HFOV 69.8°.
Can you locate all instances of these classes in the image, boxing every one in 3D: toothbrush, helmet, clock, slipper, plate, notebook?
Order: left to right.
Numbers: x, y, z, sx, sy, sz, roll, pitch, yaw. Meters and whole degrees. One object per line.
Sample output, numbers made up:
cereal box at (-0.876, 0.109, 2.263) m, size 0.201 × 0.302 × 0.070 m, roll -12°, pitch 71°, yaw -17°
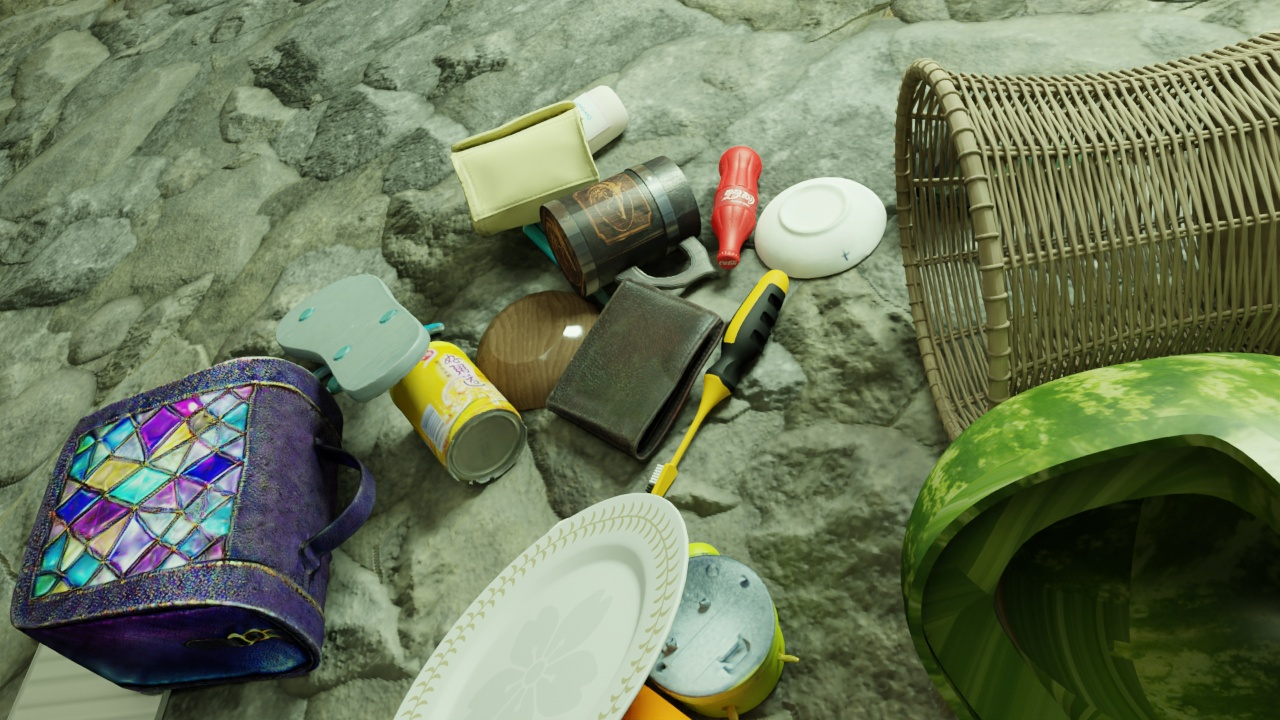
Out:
notebook at (-0.409, 0.201, 0.723) m, size 0.143 × 0.009 × 0.209 m, roll -11°, pitch 50°, yaw 15°
slipper at (-0.224, -0.016, 0.749) m, size 0.098 × 0.055 × 0.269 m, roll -47°, pitch 32°, yaw -16°
plate at (-0.062, 0.173, 0.515) m, size 0.243 × 0.016 × 0.242 m, roll -39°, pitch 18°, yaw 15°
clock at (0.033, 0.153, 0.534) m, size 0.083 × 0.057 × 0.119 m, roll -44°, pitch 50°, yaw -12°
toothbrush at (0.057, 0.014, 0.656) m, size 0.031 × 0.031 × 0.196 m, roll 10°, pitch 62°, yaw 47°
plate at (0.138, -0.112, 0.720) m, size 0.104 × 0.026 × 0.104 m, roll -12°, pitch 49°, yaw 14°
helmet at (0.241, 0.107, 0.366) m, size 0.242 × 0.213 × 0.247 m, roll -4°, pitch 29°, yaw -29°

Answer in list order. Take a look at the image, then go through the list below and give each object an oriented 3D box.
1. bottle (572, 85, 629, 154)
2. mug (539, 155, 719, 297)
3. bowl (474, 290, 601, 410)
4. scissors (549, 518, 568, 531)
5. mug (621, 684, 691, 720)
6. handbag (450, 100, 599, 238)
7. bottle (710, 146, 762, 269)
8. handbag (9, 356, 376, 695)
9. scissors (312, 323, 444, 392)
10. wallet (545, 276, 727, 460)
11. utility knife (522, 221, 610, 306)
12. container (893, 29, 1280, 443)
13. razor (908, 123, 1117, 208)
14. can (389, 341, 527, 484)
bottle at (-0.080, -0.204, 0.873) m, size 0.146 × 0.051 × 0.051 m, roll -36°, pitch 48°, yaw -6°
mug at (-0.007, -0.095, 0.737) m, size 0.107 × 0.080 × 0.115 m, roll -27°, pitch 75°, yaw -13°
bowl at (-0.085, -0.017, 0.739) m, size 0.118 × 0.030 × 0.117 m, roll -12°, pitch 50°, yaw 15°
scissors at (-0.038, 0.155, 0.594) m, size 0.064 × 0.013 × 0.127 m, roll -15°, pitch 48°, yaw 13°
mug at (-0.003, 0.229, 0.465) m, size 0.096 × 0.077 × 0.112 m, roll 6°, pitch 94°, yaw 62°
handbag at (-0.097, -0.159, 0.798) m, size 0.119 × 0.111 × 0.081 m, roll -19°, pitch 90°, yaw 0°
bottle at (0.077, -0.124, 0.749) m, size 0.036 × 0.036 × 0.118 m, roll -4°, pitch 52°, yaw 20°
handbag at (-0.299, 0.118, 0.661) m, size 0.222 × 0.126 × 0.204 m, roll -14°, pitch 49°, yaw 4°
scissors at (-0.236, -0.018, 0.821) m, size 0.134 × 0.011 × 0.137 m, roll -19°, pitch 47°, yaw 12°
wallet at (-0.004, 0.004, 0.673) m, size 0.099 × 0.031 × 0.120 m, roll 26°, pitch 82°, yaw 38°
utility knife at (-0.051, -0.076, 0.785) m, size 0.022 × 0.015 × 0.181 m, roll -25°, pitch 46°, yaw -24°
container at (0.263, -0.068, 0.508) m, size 0.196 × 0.227 × 0.226 m, roll -9°, pitch 50°, yaw 8°
razor at (0.265, -0.144, 0.666) m, size 0.151 × 0.067 × 0.053 m, roll 1°, pitch 57°, yaw 14°
can at (-0.140, 0.038, 0.696) m, size 0.067 × 0.068 × 0.105 m, roll -40°, pitch 49°, yaw -10°
